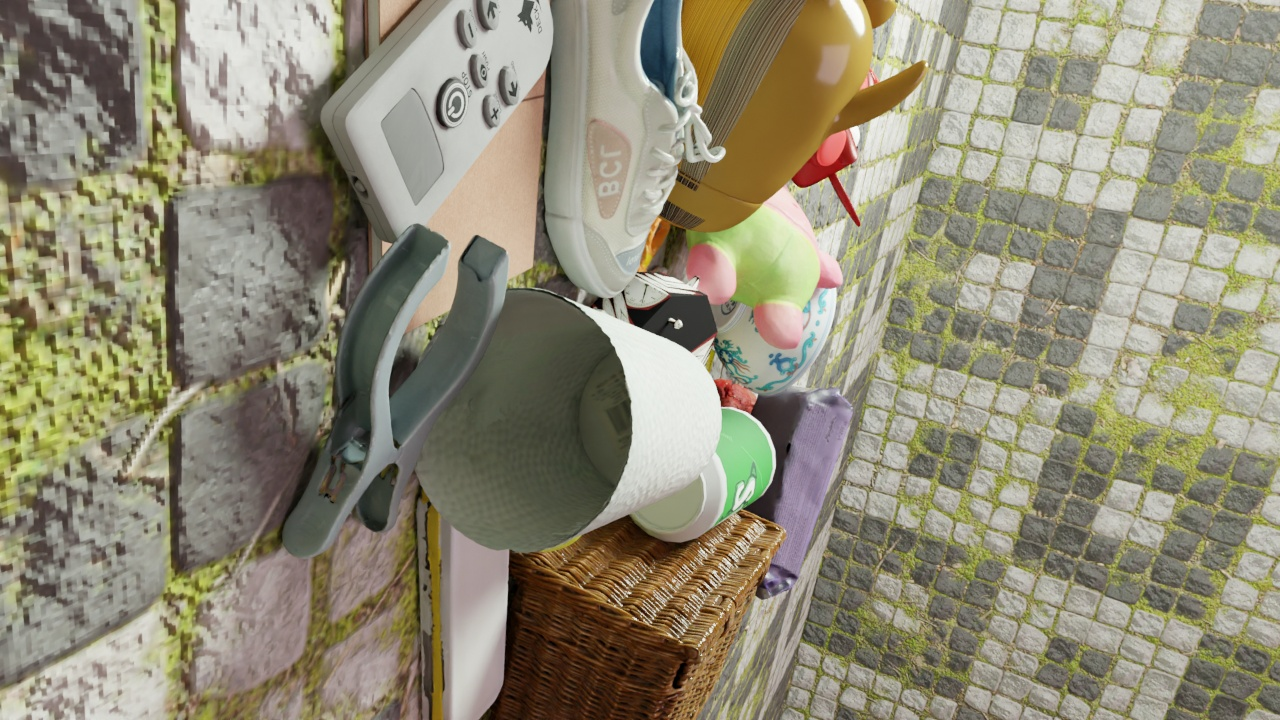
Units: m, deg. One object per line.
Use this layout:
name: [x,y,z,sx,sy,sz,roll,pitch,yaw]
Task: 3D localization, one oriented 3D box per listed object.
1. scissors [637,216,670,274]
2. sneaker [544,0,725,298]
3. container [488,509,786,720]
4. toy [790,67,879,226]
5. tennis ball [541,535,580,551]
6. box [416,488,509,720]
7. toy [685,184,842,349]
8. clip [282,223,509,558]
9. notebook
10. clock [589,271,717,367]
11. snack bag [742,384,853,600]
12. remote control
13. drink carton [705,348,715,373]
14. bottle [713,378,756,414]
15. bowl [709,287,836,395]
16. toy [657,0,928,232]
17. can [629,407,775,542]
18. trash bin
scissors: [-0.004,-0.055,0.730,0.097,0.012,0.132,81,31,-50]
sneaker: [-0.001,-0.135,0.554,0.089,0.091,0.243,-53,153,-46]
container: [-0.009,0.219,0.738,0.249,0.162,0.183,-20,129,-66]
toy: [0.152,-0.228,0.815,0.197,0.121,0.158,45,20,-56]
tennis ball: [-0.063,0.094,0.613,0.065,0.065,0.065,-53,152,-44]
box: [-0.113,0.153,0.586,0.064,0.033,0.210,-42,143,-55]
toy: [0.099,-0.120,0.791,0.192,0.097,0.236,37,37,-25]
clip: [-0.123,0.016,0.410,0.167,0.028,0.127,-65,160,8]
notebook: [-0.085,-0.127,0.453,0.141,0.008,0.209,-40,143,-57]
clock: [-0.004,0.004,0.669,0.154,0.065,0.115,-31,138,-36]
snack bag: [0.126,0.117,0.869,0.058,0.096,0.205,22,85,-27]
remote control: [-0.082,-0.127,0.415,0.074,0.019,0.150,79,34,-53]
drink carton: [0.027,-0.001,0.815,0.134,0.043,0.058,34,72,-71]
bottle: [0.079,0.076,0.941,0.111,0.099,0.099,-41,143,-56]
bowl: [0.108,-0.046,0.870,0.144,0.074,0.143,-43,-144,43]
toy: [0.071,-0.185,0.643,0.204,0.198,0.162,-60,-177,21]
can: [0.048,0.088,0.735,0.139,0.088,0.088,-11,117,-62]
trash bin: [-0.030,0.033,0.527,0.161,0.133,0.133,6,100,-64]
